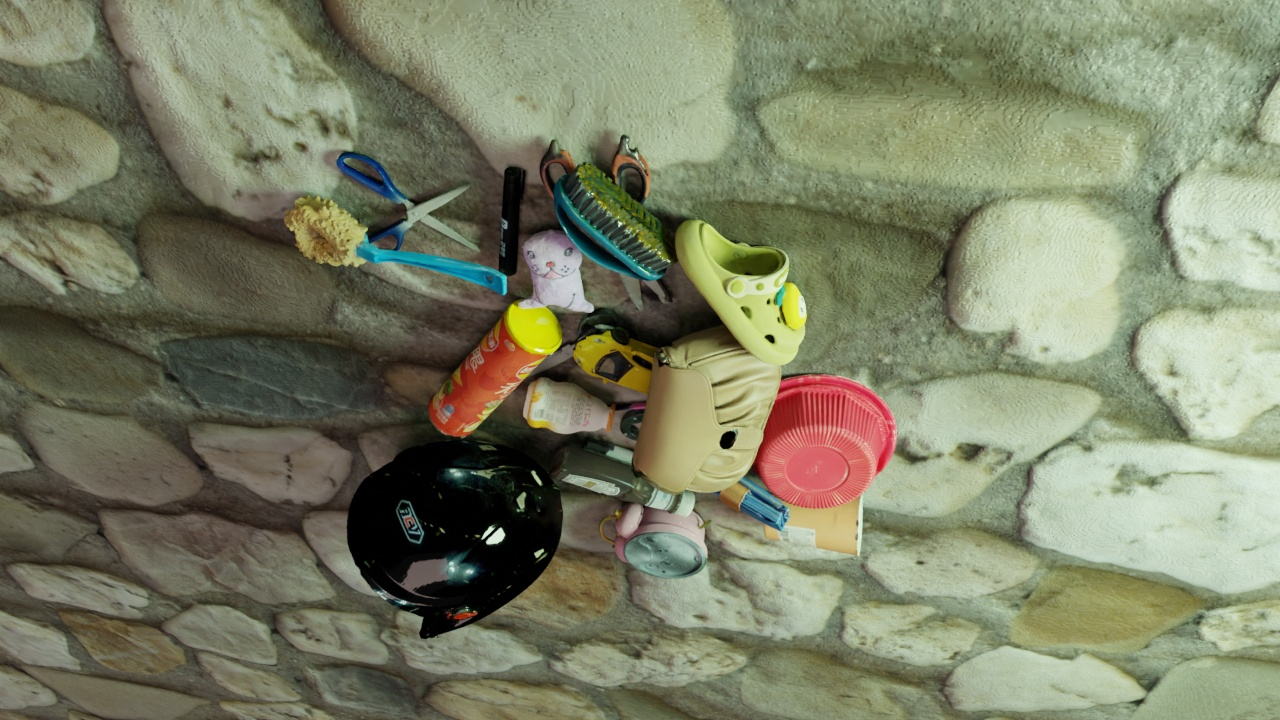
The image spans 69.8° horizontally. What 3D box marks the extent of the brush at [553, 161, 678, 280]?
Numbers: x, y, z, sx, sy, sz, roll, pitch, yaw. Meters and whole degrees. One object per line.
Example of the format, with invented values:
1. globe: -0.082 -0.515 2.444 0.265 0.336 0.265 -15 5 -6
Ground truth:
1. brush: -0.030 -0.128 0.900 0.144 0.055 0.074 38 129 -26

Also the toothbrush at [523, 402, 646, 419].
1. toothbrush: -0.061 0.059 1.151 0.189 0.014 0.018 -6 121 17

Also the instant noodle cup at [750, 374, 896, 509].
1. instant noodle cup: 0.207 0.110 1.088 0.194 0.065 0.194 5 128 6

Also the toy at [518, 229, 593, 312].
1. toy: -0.094 -0.095 0.981 0.084 0.038 0.108 1 136 3

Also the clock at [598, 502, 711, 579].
1. clock: 0.018 0.250 1.294 0.158 0.059 0.117 6 137 4

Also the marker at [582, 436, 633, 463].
1. marker: -0.012 0.127 1.203 0.130 0.022 0.018 18 97 -5

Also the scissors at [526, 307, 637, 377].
1. scissors: -0.088 -0.018 1.080 0.175 0.014 0.137 4 137 11

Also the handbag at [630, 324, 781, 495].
1. handbag: 0.075 0.063 1.022 0.147 0.099 0.205 -4 126 -23

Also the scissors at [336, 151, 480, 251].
1. scissors: -0.250 -0.155 0.974 0.173 0.012 0.163 31 133 -19

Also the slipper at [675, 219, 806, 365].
1. slipper: 0.113 -0.075 0.924 0.082 0.091 0.190 -29 119 32

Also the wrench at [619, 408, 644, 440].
1. wrench: 0.109 0.097 1.148 0.273 0.016 0.056 9 136 4

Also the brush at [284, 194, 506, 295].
1. brush: -0.258 -0.114 0.970 0.255 0.045 0.083 16 134 9

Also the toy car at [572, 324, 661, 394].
1. toy car: -0.006 0.006 1.049 0.155 0.041 0.071 21 136 -28

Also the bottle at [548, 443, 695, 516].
1. bottle: -0.021 0.163 1.218 0.194 0.044 0.080 21 156 -15

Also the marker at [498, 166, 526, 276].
1. marker: -0.135 -0.143 0.958 0.022 0.020 0.132 -9 139 -20

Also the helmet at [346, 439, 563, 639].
1. helmet: -0.235 0.213 1.180 0.231 0.233 0.274 -32 161 18

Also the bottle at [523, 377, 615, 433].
1. bottle: -0.086 0.059 1.119 0.108 0.063 0.063 13 136 0

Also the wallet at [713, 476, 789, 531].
1. wallet: 0.123 0.168 1.146 0.133 0.040 0.106 29 171 17

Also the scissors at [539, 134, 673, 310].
1. scissors: -0.021 -0.139 0.938 0.195 0.015 0.216 22 135 -11

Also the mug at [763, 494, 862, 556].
1. mug: 0.226 0.211 1.200 0.123 0.078 0.078 2 135 16

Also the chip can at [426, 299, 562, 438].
1. chip can: -0.177 0.013 1.088 0.073 0.073 0.217 32 134 -19
